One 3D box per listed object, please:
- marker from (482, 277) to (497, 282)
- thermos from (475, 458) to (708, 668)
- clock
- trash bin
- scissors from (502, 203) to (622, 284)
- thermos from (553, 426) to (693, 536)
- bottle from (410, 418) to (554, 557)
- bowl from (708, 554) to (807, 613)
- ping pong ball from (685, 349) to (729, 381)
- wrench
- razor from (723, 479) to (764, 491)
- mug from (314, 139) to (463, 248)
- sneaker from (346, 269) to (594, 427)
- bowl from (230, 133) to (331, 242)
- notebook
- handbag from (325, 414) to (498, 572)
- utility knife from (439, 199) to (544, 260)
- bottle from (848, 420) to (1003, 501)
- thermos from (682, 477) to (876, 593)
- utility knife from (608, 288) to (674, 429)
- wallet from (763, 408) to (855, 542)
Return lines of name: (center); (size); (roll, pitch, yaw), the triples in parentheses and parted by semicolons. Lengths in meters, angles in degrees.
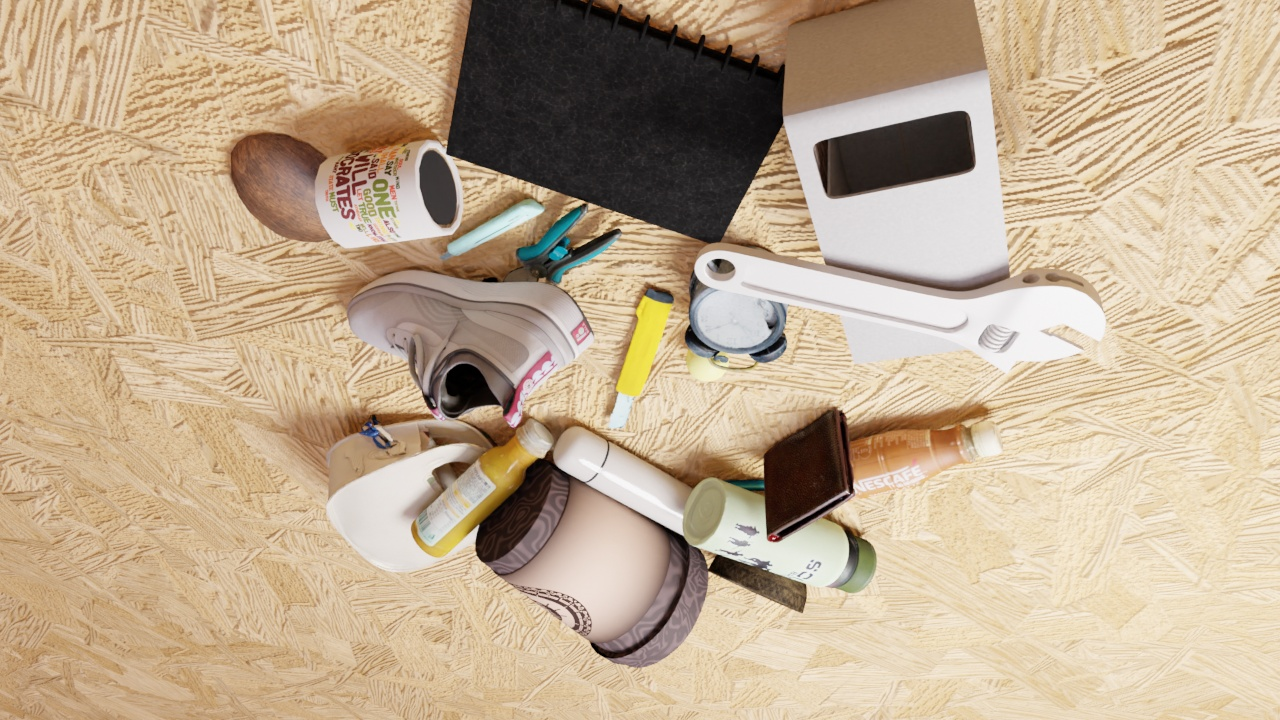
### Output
marker: (-0.122, -0.024, 0.884); (0.016, 0.016, 0.141); (-3, 137, 15)
thermos: (-0.058, 0.223, 1.036); (0.226, 0.172, 0.173); (38, 132, -26)
clock: (0.084, -0.040, 0.789); (0.090, 0.052, 0.130); (5, 135, 6)
trash bin: (0.184, -0.119, 0.634); (0.115, 0.114, 0.229); (-8, 136, 21)
scissors: (-0.076, -0.094, 0.789); (0.132, 0.019, 0.148); (7, 145, 12)
thermos: (0.005, 0.141, 1.015); (0.224, 0.052, 0.052); (31, 135, -22)
bottle: (-0.171, 0.138, 1.001); (0.186, 0.053, 0.053); (-43, 120, 12)
bowl: (0.147, 0.250, 1.093); (0.121, 0.056, 0.121); (23, 169, 5)
ping pong ball: (0.062, 0.000, 0.852); (0.040, 0.040, 0.040); (6, 139, 5)
wrench: (0.173, -0.046, 0.618); (0.273, 0.018, 0.087); (13, 139, -1)
razor: (0.152, 0.140, 1.008); (0.144, 0.022, 0.042); (2, 153, 18)
mug: (-0.194, -0.128, 0.747); (0.090, 0.073, 0.105); (-5, 162, 17)
sneaker: (-0.175, -0.006, 0.817); (0.263, 0.128, 0.097); (7, 140, 30)
bowl: (-0.303, -0.139, 0.784); (0.102, 0.026, 0.114); (2, 138, 10)
notebook: (-0.020, -0.182, 0.680); (0.231, 0.019, 0.170); (18, 140, -8)
handbag: (-0.248, 0.142, 1.061); (0.199, 0.092, 0.201); (-18, 134, 2)
utility knife: (-0.133, -0.111, 0.789); (0.120, 0.015, 0.022); (-21, 162, 33)
bottle: (0.266, 0.094, 0.900); (0.167, 0.059, 0.059); (-19, 131, 29)
thermos: (0.159, 0.198, 1.018); (0.231, 0.082, 0.083); (23, 138, -26)
utility knife: (-0.005, 0.005, 0.889); (0.030, 0.018, 0.207); (19, 134, 0)
wallet: (0.164, 0.115, 0.917); (0.031, 0.099, 0.120); (23, 138, -24)
